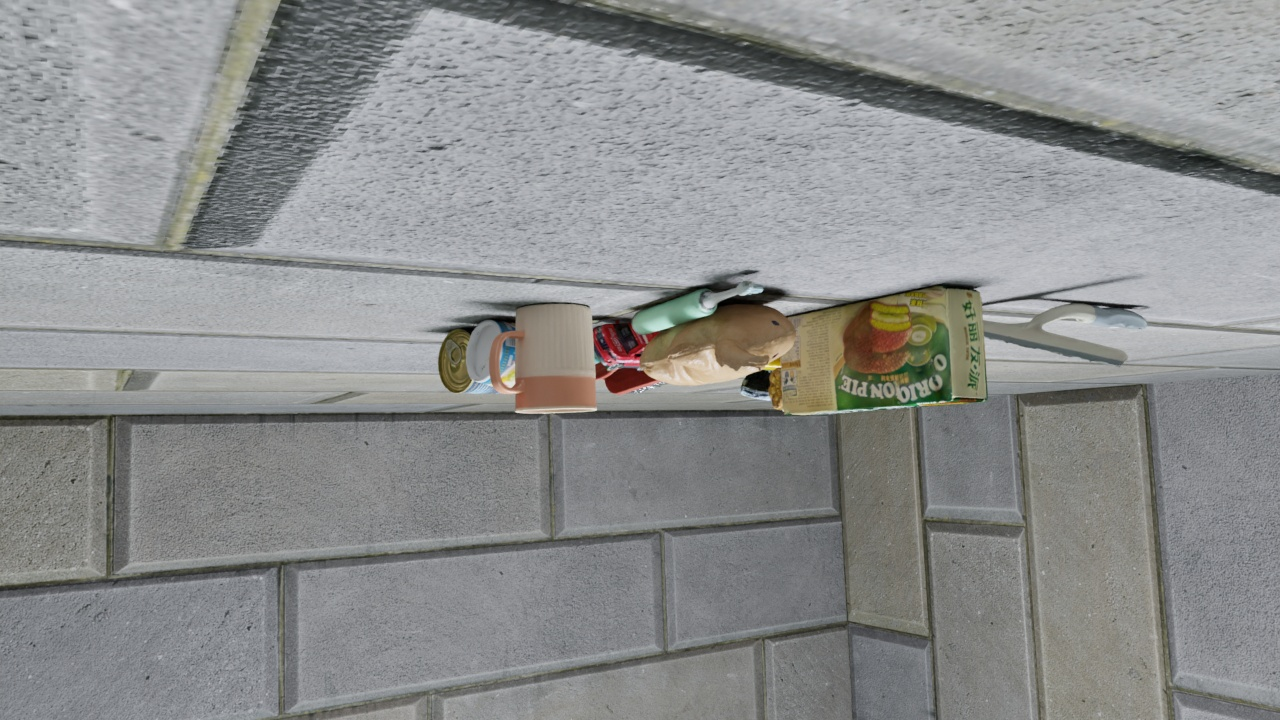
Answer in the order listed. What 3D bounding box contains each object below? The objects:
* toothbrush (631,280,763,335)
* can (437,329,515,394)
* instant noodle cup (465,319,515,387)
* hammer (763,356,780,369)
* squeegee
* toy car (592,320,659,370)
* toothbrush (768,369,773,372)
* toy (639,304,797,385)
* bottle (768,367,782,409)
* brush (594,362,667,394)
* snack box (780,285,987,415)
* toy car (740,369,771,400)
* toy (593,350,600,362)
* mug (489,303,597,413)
[{"bbox_3d":[0.048,-0.052,0.876,0.027,0.026,0.225,6,171,-24],"label":"toothbrush"},{"bbox_3d":[-0.176,0.003,1.104,0.075,0.075,0.111,-7,173,42],"label":"can"},{"bbox_3d":[-0.131,-0.001,1.029,0.109,0.099,0.099,14,166,-41],"label":"instant noodle cup"},{"bbox_3d":[0.128,-0.002,1.265,0.300,0.032,0.129,3,152,-4],"label":"hammer"},{"bbox_3d":[0.497,-0.046,1.031,0.246,0.039,0.247,-5,-166,-30],"label":"squeegee"},{"bbox_3d":[-0.013,-0.020,1.054,0.045,0.053,0.120,-36,164,27],"label":"toy car"},{"bbox_3d":[0.260,0.017,1.400,0.190,0.029,0.021,-6,-149,43],"label":"toothbrush"},{"bbox_3d":[0.089,-0.016,0.909,0.143,0.082,0.226,-22,-176,-17],"label":"toy"},{"bbox_3d":[0.264,0.036,1.240,0.174,0.057,0.057,-1,175,-12],"label":"bottle"},{"bbox_3d":[-0.007,0.007,1.183,0.069,0.063,0.146,15,159,-32],"label":"brush"},{"bbox_3d":[0.248,-0.004,0.978,0.063,0.114,0.241,2,172,-33],"label":"snack box"},{"bbox_3d":[0.177,0.037,1.359,0.049,0.031,0.105,11,-162,13],"label":"toy car"},{"bbox_3d":[-0.074,-0.011,1.243,0.092,0.030,0.096,-11,163,32],"label":"toy"},{"bbox_3d":[-0.100,-0.001,0.930,0.114,0.106,0.082,2,173,-36],"label":"mug"}]
